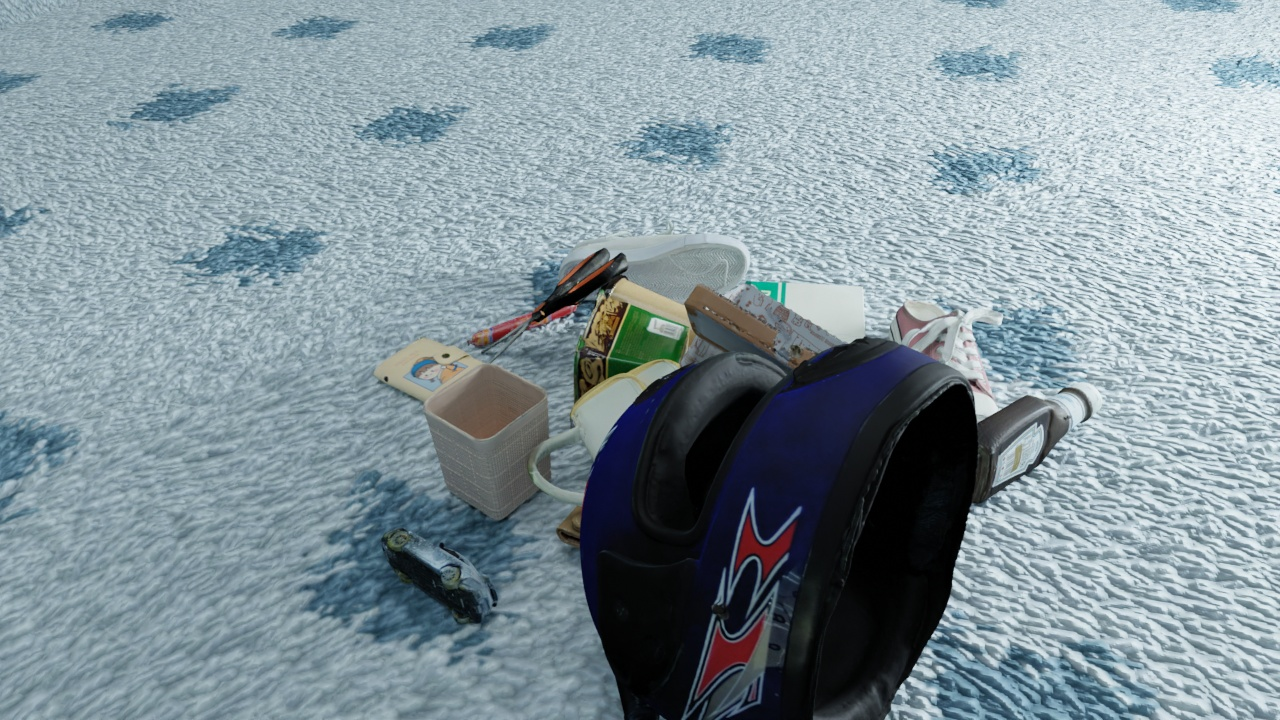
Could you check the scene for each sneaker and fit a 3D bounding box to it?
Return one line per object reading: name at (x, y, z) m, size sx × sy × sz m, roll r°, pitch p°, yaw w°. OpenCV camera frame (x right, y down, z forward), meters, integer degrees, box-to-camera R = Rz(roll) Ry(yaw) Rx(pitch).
sneaker at (0.020, -0.127, 1.175) m, size 0.242 × 0.090 × 0.090 m, roll -3°, pitch 32°, yaw 10°
sneaker at (0.326, -0.009, 0.976) m, size 0.118 × 0.088 × 0.240 m, roll 9°, pitch 34°, yaw -5°

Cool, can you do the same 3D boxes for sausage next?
sausage at (-0.141, -0.046, 1.124) m, size 0.155 × 0.020 × 0.020 m, roll -23°, pitch 41°, yaw -25°

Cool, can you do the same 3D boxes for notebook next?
notebook at (0.192, -0.033, 1.094) m, size 0.150 × 0.012 × 0.208 m, roll 3°, pitch 37°, yaw 9°

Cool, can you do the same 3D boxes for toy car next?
toy car at (-0.174, 0.181, 0.788) m, size 0.121 × 0.054 × 0.036 m, roll 20°, pitch 45°, yaw 30°

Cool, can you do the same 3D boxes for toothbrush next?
toothbrush at (-0.020, 0.212, 0.762) m, size 0.027 × 0.026 × 0.212 m, roll -3°, pitch 32°, yaw -12°

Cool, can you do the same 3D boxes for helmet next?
helmet at (0.077, 0.112, 0.646) m, size 0.241 × 0.316 × 0.246 m, roll 24°, pitch 32°, yaw 36°

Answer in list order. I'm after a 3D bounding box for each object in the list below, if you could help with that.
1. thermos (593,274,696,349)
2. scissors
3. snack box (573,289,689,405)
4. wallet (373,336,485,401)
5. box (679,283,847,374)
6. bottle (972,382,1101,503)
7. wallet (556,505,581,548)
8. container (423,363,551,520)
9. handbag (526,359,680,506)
thermos at (0.011, -0.040, 1.055) m, size 0.143 × 0.093 × 0.092 m, roll 18°, pitch 40°, yaw 14°
scissors at (-0.093, -0.066, 1.046) m, size 0.222 × 0.022 × 0.233 m, roll -24°, pitch 20°, yaw 44°
snack box at (-0.006, 0.006, 0.968) m, size 0.106 × 0.118 × 0.118 m, roll 9°, pitch 40°, yaw 7°
wallet at (-0.234, 0.013, 1.047) m, size 0.115 × 0.024 × 0.087 m, roll 21°, pitch 47°, yaw 29°
box at (0.128, 0.005, 0.824) m, size 0.179 × 0.110 × 0.259 m, roll 32°, pitch 19°, yaw 9°
bottle at (0.376, 0.069, 0.886) m, size 0.194 × 0.080 × 0.044 m, roll -22°, pitch 37°, yaw -29°
wallet at (-0.012, 0.138, 0.844) m, size 0.090 × 0.033 × 0.115 m, roll 17°, pitch 34°, yaw 21°
container at (-0.141, 0.080, 0.875) m, size 0.090 × 0.111 × 0.090 m, roll 24°, pitch 44°, yaw 31°
handbag at (-0.009, 0.084, 0.832) m, size 0.178 × 0.063 × 0.163 m, roll -22°, pitch 46°, yaw -15°
